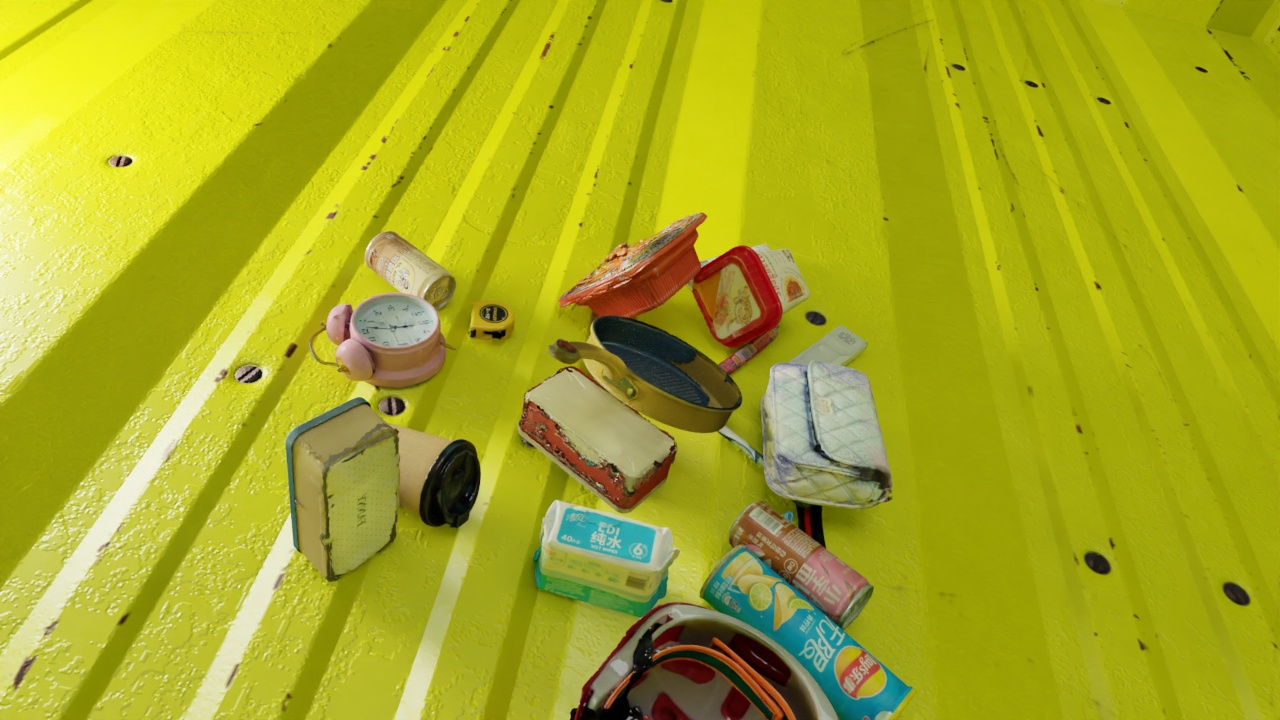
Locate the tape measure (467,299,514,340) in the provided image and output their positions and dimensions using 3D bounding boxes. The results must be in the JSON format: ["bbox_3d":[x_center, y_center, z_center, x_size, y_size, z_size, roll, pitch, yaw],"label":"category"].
[{"bbox_3d":[-0.188,-0.049,1.157,0.057,0.029,0.060,3,44,-9],"label":"tape measure"}]

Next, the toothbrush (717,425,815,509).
[{"bbox_3d":[0.129,0.111,1.069,0.018,0.016,0.191,-36,54,-21],"label":"toothbrush"}]

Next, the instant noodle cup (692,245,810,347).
[{"bbox_3d":[0.152,-0.091,1.220,0.124,0.117,0.116,-19,83,-45],"label":"instant noodle cup"}]

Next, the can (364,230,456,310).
[{"bbox_3d":[-0.296,-0.115,1.177,0.116,0.059,0.058,35,47,22],"label":"can"}]

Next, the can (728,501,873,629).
[{"bbox_3d":[0.161,0.207,0.937,0.147,0.058,0.057,36,47,28],"label":"can"}]

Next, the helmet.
[{"bbox_3d":[0.039,0.335,0.734,0.207,0.144,0.239,30,59,17],"label":"helmet"}]

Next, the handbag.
[{"bbox_3d":[0.211,0.079,1.057,0.134,0.076,0.193,10,36,-3],"label":"handbag"}]

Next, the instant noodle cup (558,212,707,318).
[{"bbox_3d":[-0.002,-0.112,1.196,0.164,0.189,0.079,-43,107,-41],"label":"instant noodle cup"}]

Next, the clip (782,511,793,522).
[{"bbox_3d":[0.146,0.189,0.997,0.053,0.033,0.013,-38,60,-25],"label":"clip"}]

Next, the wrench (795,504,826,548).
[{"bbox_3d":[0.196,0.163,1.041,0.056,0.016,0.272,10,42,4],"label":"wrench"}]

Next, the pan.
[{"bbox_3d":[-0.006,0.006,1.003,0.198,0.078,0.356,36,20,22],"label":"pan"}]

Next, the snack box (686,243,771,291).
[{"bbox_3d":[0.140,-0.123,1.319,0.153,0.026,0.075,-17,52,-29],"label":"snack box"}]

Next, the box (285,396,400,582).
[{"bbox_3d":[-0.273,0.118,0.848,0.060,0.185,0.089,34,41,25],"label":"box"}]

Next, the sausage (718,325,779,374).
[{"bbox_3d":[0.139,-0.010,1.206,0.020,0.020,0.155,37,48,23],"label":"sausage"}]

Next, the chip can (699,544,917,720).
[{"bbox_3d":[0.156,0.270,0.878,0.210,0.071,0.071,38,48,24],"label":"chip can"}]

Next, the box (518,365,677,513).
[{"bbox_3d":[-0.048,0.079,1.002,0.168,0.076,0.091,35,46,22],"label":"box"}]

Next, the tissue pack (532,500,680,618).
[{"bbox_3d":[-0.036,0.193,0.897,0.140,0.090,0.063,14,43,2],"label":"tissue pack"}]

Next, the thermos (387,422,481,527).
[{"bbox_3d":[-0.237,0.109,0.942,0.143,0.093,0.092,18,42,18],"label":"thermos"}]

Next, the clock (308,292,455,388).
[{"bbox_3d":[-0.306,-0.024,1.079,0.158,0.060,0.117,-12,48,-22],"label":"clock"}]

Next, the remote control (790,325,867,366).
[{"bbox_3d":[0.251,-0.007,1.228,0.049,0.024,0.124,39,48,24],"label":"remote control"}]
